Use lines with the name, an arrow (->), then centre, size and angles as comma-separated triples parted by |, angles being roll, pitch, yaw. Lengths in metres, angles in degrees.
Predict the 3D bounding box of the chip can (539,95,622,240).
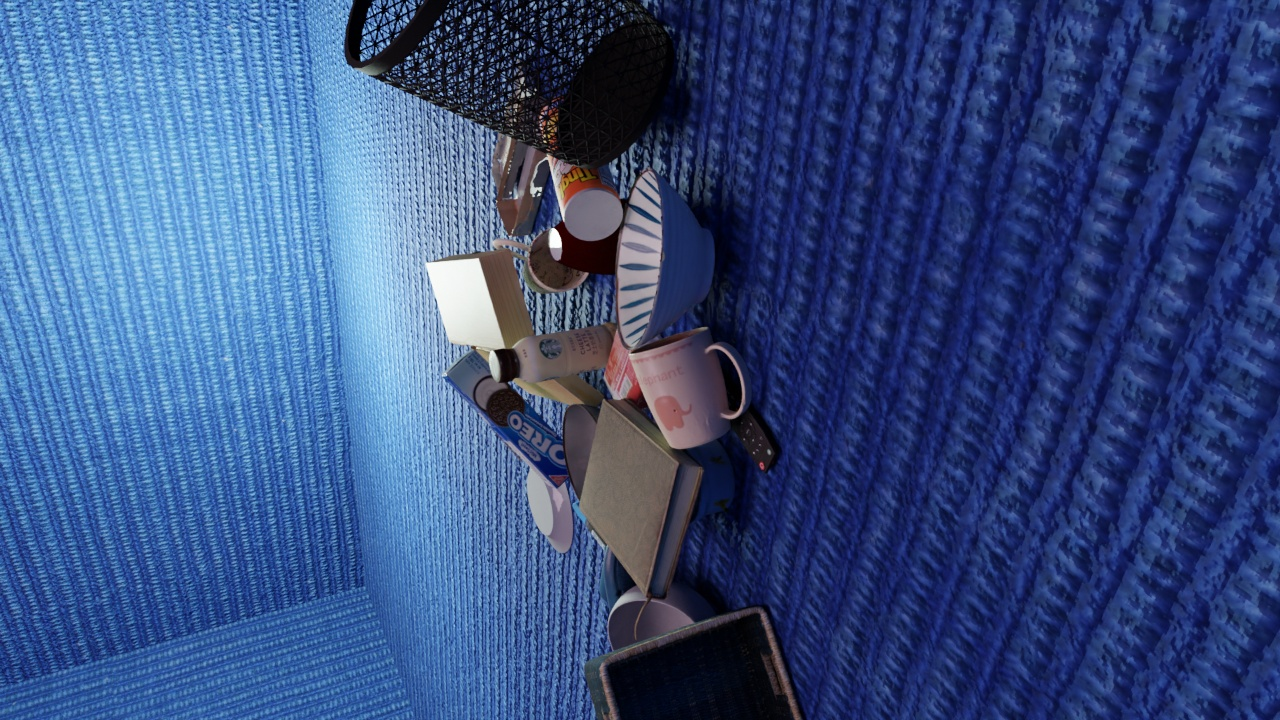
chip can -> -0.069, -0.217, 1.013 | 0.210, 0.062, 0.062 | -106, 22, -46

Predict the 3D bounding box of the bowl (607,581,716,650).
bowl -> 0.034, 0.306, 1.042 | 0.132, 0.064, 0.132 | 11, 118, 22

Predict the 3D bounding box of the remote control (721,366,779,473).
remote control -> 0.099, 0.053, 0.904 | 0.124, 0.010, 0.039 | 59, 147, 35

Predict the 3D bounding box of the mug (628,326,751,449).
mug -> 0.055, 0.026, 0.890 | 0.112, 0.085, 0.104 | -13, 99, 36

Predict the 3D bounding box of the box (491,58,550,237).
box -> -0.172, -0.292, 1.281 | 0.148, 0.042, 0.217 | 61, 149, 24

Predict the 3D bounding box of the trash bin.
trash bin -> -0.111, -0.308, 0.859 | 0.218, 0.243, 0.216 | -26, 53, 39

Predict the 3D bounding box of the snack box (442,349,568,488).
snack box -> -0.180, 0.083, 1.293 | 0.226, 0.059, 0.059 | 48, 165, -11

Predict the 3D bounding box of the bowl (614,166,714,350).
bowl -> 0.028, -0.095, 0.898 | 0.177, 0.071, 0.177 | -176, 91, -75

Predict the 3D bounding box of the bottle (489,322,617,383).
bottle -> -0.099, -0.007, 1.104 | 0.056, 0.161, 0.056 | 35, 131, 54

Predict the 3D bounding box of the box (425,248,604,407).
box -> -0.186, -0.036, 1.263 | 0.261, 0.096, 0.248 | 52, 162, -21

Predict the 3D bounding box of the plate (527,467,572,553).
plate -> -0.153, 0.225, 1.466 | 0.173, 0.019, 0.173 | 35, 130, 55

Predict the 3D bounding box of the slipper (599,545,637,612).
slipper -> -0.014, 0.263, 1.109 | 0.059, 0.103, 0.214 | 23, 128, 33

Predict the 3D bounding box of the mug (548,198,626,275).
mug -> -0.052, -0.142, 1.039 | 0.114, 0.088, 0.087 | -45, 60, 60

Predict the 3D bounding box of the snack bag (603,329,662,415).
snack bag -> -0.006, 0.006, 1.067 | 0.077, 0.036, 0.116 | 60, 149, 34

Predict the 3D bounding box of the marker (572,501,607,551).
marker -> -0.063, 0.242, 1.301 | 0.123, 0.015, 0.018 | 46, 143, 43

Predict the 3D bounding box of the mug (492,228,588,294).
mug -> -0.134, -0.129, 1.188 | 0.097, 0.122, 0.081 | 165, 123, -71

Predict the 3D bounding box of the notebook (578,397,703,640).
notebook -> -0.011, 0.158, 0.979 | 0.215, 0.034, 0.190 | 35, 114, 62

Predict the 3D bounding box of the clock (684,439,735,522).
clock -> 0.053, 0.122, 0.979 | 0.125, 0.051, 0.089 | 6, 106, 63

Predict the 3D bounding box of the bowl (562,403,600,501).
bowl -> -0.045, 0.121, 1.168 | 0.151, 0.056, 0.151 | 35, 130, 55

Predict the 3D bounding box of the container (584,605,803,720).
container -> 0.053, 0.341, 0.913 | 0.071, 0.187, 0.145 | 136, 119, -64
